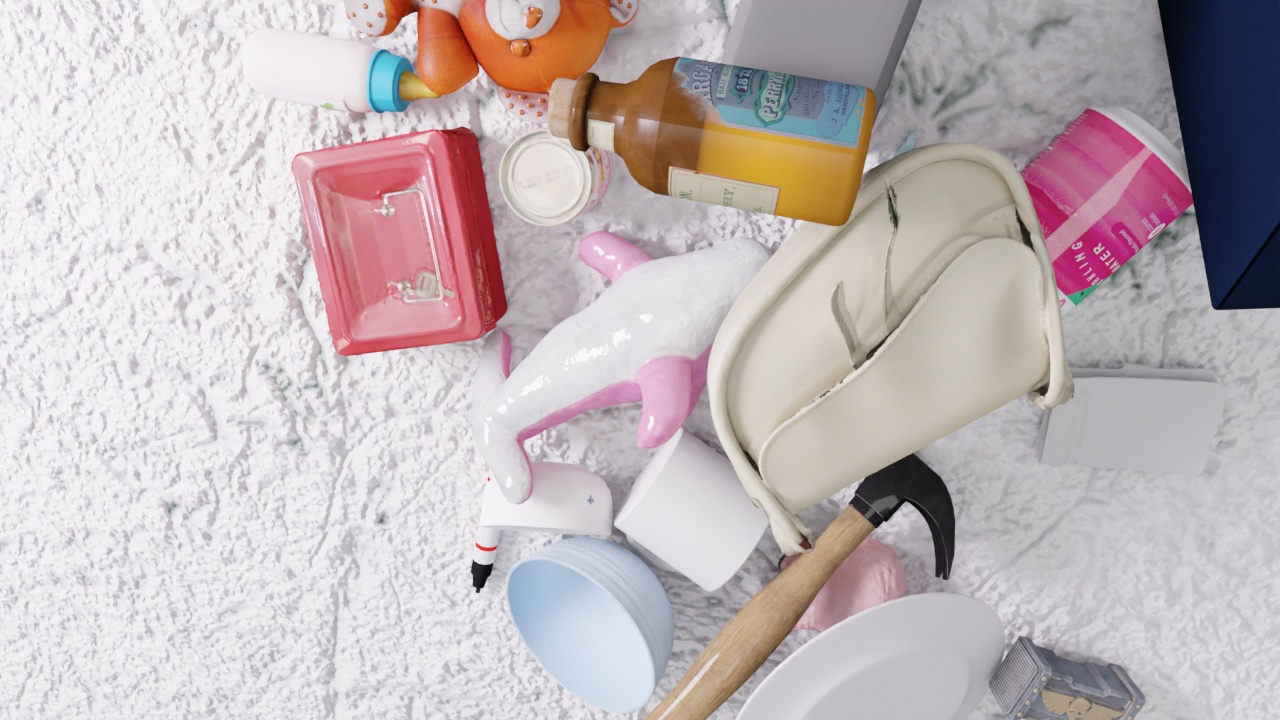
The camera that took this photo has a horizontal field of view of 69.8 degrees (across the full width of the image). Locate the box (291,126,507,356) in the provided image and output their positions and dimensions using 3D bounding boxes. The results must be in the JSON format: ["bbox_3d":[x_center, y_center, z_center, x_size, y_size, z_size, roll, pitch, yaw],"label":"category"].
[{"bbox_3d":[-0.176,-0.088,0.686,0.129,0.086,0.158,-5,106,13],"label":"box"}]

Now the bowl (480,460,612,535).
[{"bbox_3d":[-0.073,0.109,0.726,0.105,0.105,0.054,0,76,10],"label":"bowl"}]

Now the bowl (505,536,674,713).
[{"bbox_3d":[-0.030,0.202,0.746,0.151,0.074,0.151,20,126,29],"label":"bowl"}]

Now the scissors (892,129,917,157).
[{"bbox_3d":[0.167,-0.083,0.666,0.076,0.017,0.174,22,106,7],"label":"scissors"}]

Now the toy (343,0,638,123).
[{"bbox_3d":[-0.098,-0.253,0.616,0.172,0.092,0.164,37,104,-5],"label":"toy"}]

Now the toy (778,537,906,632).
[{"bbox_3d":[0.159,0.190,0.734,0.105,0.053,0.108,10,104,17],"label":"toy"}]

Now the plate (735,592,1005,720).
[{"bbox_3d":[0.179,0.271,0.704,0.242,0.016,0.243,-11,126,-16],"label":"plate"}]

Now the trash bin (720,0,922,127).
[{"bbox_3d":[0.118,-0.233,0.533,0.097,0.191,0.220,19,111,4],"label":"trash bin"}]

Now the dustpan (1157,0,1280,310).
[{"bbox_3d":[0.352,-0.148,0.506,0.080,0.273,0.235,0,66,14],"label":"dustpan"}]

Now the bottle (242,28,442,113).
[{"bbox_3d":[-0.214,-0.208,0.673,0.146,0.051,0.051,11,109,6],"label":"bottle"}]

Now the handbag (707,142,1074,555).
[{"bbox_3d":[0.140,-0.006,0.532,0.229,0.131,0.184,-31,94,10],"label":"handbag"}]

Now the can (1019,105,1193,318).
[{"bbox_3d":[0.270,-0.081,0.606,0.088,0.088,0.166,42,110,-4],"label":"can"}]

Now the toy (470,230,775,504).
[{"bbox_3d":[-0.004,0.004,0.683,0.266,0.186,0.128,-28,142,16],"label":"toy"}]

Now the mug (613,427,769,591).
[{"bbox_3d":[0.034,0.124,0.717,0.090,0.090,0.122,35,127,-2],"label":"mug"}]

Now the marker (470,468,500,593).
[{"bbox_3d":[-0.128,0.139,0.784,0.019,0.019,0.146,15,109,5],"label":"marker"}]

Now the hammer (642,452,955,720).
[{"bbox_3d":[0.106,0.188,0.682,0.132,0.040,0.305,43,88,10],"label":"hammer"}]

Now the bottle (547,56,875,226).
[{"bbox_3d":[0.031,-0.113,0.456,0.157,0.067,0.068,12,109,7],"label":"bottle"}]

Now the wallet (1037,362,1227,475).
[{"bbox_3d":[0.351,0.042,0.664,0.116,0.032,0.086,5,119,6],"label":"wallet"}]

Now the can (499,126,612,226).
[{"bbox_3d":[-0.059,-0.134,0.655,0.067,0.076,0.067,3,108,9],"label":"can"}]

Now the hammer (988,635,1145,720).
[{"bbox_3d":[0.283,0.375,0.762,0.098,0.044,0.323,19,110,-10],"label":"hammer"}]
